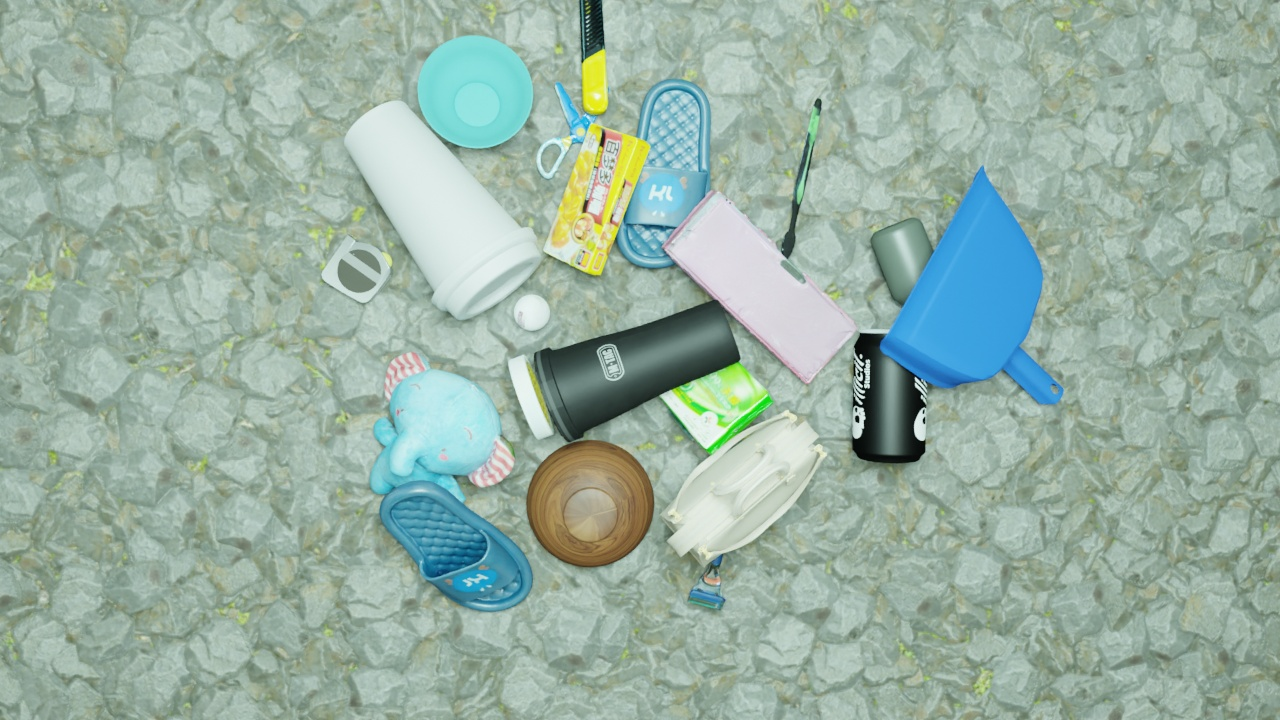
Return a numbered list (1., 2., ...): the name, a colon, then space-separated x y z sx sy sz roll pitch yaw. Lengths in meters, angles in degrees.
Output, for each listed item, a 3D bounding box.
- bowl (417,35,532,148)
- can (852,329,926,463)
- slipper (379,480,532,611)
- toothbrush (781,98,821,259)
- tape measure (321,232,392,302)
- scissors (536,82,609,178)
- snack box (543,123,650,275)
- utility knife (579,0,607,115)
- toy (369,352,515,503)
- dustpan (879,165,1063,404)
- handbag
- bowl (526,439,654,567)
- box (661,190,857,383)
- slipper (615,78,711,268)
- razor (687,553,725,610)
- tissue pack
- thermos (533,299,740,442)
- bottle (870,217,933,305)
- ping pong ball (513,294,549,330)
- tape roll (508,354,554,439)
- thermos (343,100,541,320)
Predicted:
1. bowl: -0.179 -0.287 1.004 0.121 0.046 0.121 0 88 -8
2. can: 0.280 0.038 1.033 0.080 0.080 0.146 0 93 -3
3. slipper: -0.203 0.213 1.000 0.104 0.059 0.214 -30 122 12
4. toothbrush: 0.184 -0.207 1.050 0.014 0.017 0.188 12 89 -8
5. tape measure: -0.315 -0.103 1.026 0.065 0.017 0.064 35 91 -4
6. scissors: -0.074 -0.252 1.034 0.125 0.016 0.125 -25 94 -6
7. snack box: -0.049 -0.176 1.001 0.075 0.025 0.152 29 102 37
8. utility knife: -0.053 -0.372 1.021 0.028 0.020 0.197 -1 89 -9
9. toy: -0.238 0.092 1.003 0.183 0.114 0.181 44 102 6
10. dustpan: 0.397 -0.039 1.019 0.257 0.060 0.245 39 70 -15
11. handbag: 0.108 0.133 0.960 0.194 0.198 0.101 -40 80 -6
12. bowl: -0.056 0.167 1.028 0.147 0.069 0.147 0 93 -3
13. box: 0.135 -0.079 1.018 0.233 0.041 0.098 43 89 -16
14. slipper: 0.033 -0.207 1.018 0.104 0.059 0.213 10 91 -6
15. razor: 0.094 0.217 1.065 0.044 0.018 0.141 17 89 -7
16. tissue pack: 0.080 0.040 1.023 0.099 0.034 0.114 -41 60 1
17. thermos: -0.006 0.006 0.995 0.219 0.106 0.106 -21 94 3
18. bottle: 0.305 -0.103 1.036 0.060 0.060 0.108 -23 94 -2
19. ping pong ball: -0.121 -0.053 1.027 0.040 0.040 0.040 0 93 -3
20. tape roll: -0.119 0.040 1.005 0.019 0.094 0.094 -21 94 -2
21. thermos: -0.217 -0.163 0.981 0.131 0.131 0.222 -37 87 -1
